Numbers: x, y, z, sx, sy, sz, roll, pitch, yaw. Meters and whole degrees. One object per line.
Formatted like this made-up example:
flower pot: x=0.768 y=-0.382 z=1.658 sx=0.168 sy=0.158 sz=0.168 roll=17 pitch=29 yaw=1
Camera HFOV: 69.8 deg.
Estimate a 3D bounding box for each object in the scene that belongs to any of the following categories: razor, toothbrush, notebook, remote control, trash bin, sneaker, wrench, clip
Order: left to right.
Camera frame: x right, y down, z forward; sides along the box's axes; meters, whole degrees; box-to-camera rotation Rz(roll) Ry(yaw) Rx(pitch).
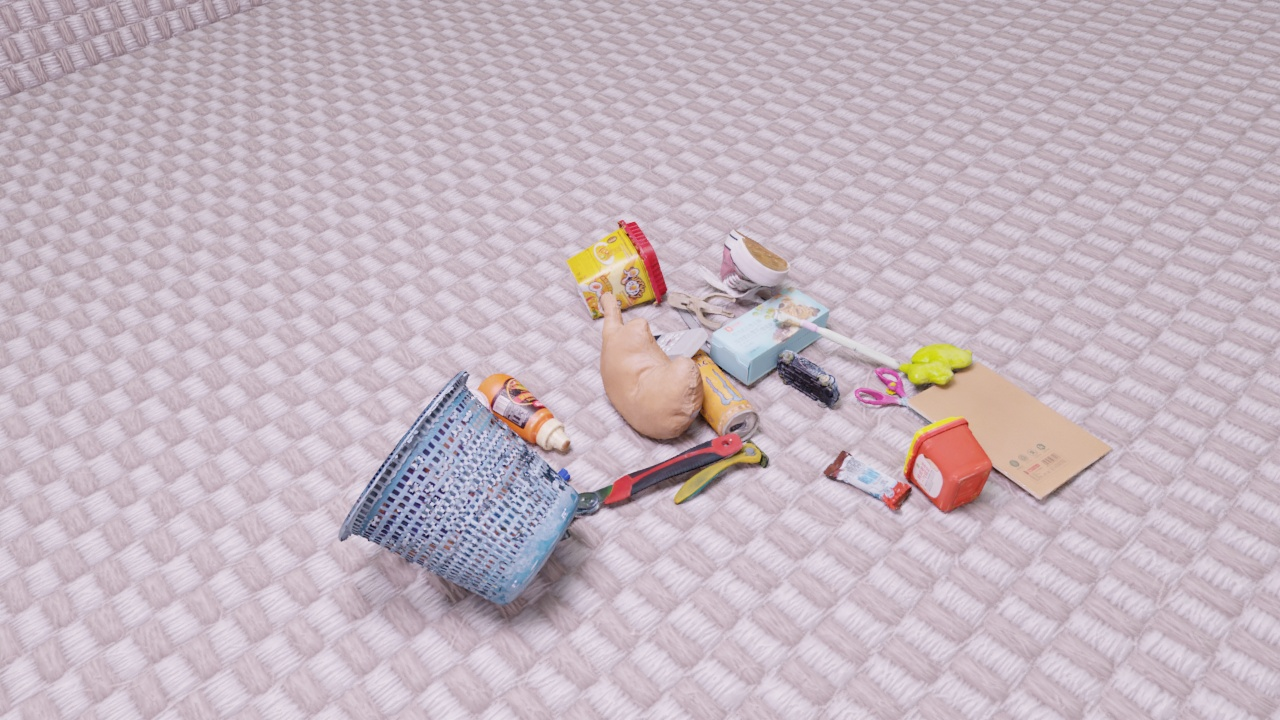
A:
trash bin: x=-0.185 y=0.157 z=1.015 sx=0.195 sy=0.227 sz=0.225 roll=36 pitch=49 yaw=-4
wrench: x=0.001 y=0.151 z=1.134 sx=0.273 sy=0.016 sz=0.056 roll=-24 pitch=39 yaw=-11
remote control: x=0.028 y=-0.017 z=1.272 sx=0.150 sy=0.021 sz=0.058 roll=-7 pitch=34 yaw=51
clip: x=0.100 y=-0.084 z=1.379 sx=0.094 sy=0.035 sz=0.102 roll=-18 pitch=33 yaw=-32
razor: x=0.097 y=0.141 z=1.147 sx=0.132 sy=0.028 sz=0.043 roll=-27 pitch=50 yaw=-19
sneaker: x=0.156 y=-0.134 z=1.374 sx=0.118 sy=0.088 sz=0.240 roll=26 pitch=13 yaw=-10
toothbrush: x=0.271 y=-0.027 z=1.261 sx=0.189 sy=0.020 sz=0.029 roll=22 pitch=20 yaw=-2
notebook: x=0.467 y=0.082 z=1.171 sx=0.147 sy=0.008 sz=0.207 roll=-24 pitch=45 yaw=-27

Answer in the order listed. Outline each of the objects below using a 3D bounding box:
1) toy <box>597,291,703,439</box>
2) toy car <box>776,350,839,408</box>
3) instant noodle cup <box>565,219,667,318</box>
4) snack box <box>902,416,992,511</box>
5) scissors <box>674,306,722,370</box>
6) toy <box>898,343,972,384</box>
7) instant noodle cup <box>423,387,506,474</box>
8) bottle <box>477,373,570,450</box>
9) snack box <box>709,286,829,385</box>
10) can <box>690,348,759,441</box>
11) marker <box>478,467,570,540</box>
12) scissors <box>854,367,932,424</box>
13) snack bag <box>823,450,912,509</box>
toy: x=-0.007 y=0.007 z=1.220 sx=0.082 sy=0.144 sz=0.226 roll=-9 pitch=45 yaw=-47
toy car: x=0.229 y=0.023 z=1.241 sx=0.031 sy=0.049 sz=0.105 roll=-35 pitch=51 yaw=-25
instant noodle cup: x=-0.039 y=-0.134 z=1.404 sx=0.123 sy=0.116 sz=0.116 roll=-25 pitch=45 yaw=-4
snack box: x=0.364 y=0.125 z=1.087 sx=0.082 sy=0.091 sz=0.080 roll=-19 pitch=51 yaw=-14
scissors: x=0.079 y=-0.038 z=1.350 sx=0.175 sy=0.014 sz=0.132 roll=22 pitch=48 yaw=26
toy: x=0.401 y=0.003 z=1.247 sx=0.097 sy=0.031 sz=0.099 roll=1 pitch=28 yaw=17
instant noodle cup: x=-0.227 y=0.095 z=1.178 sx=0.111 sy=0.099 sz=0.111 roll=-2 pitch=43 yaw=2
bottle: x=-0.152 y=0.075 z=1.223 sx=0.149 sy=0.067 sz=0.066 roll=32 pitch=54 yaw=25
snack box: x=0.183 y=-0.037 z=1.298 sx=0.174 sy=0.052 sz=0.074 roll=-31 pitch=53 yaw=-32
can: x=0.097 y=0.045 z=1.225 sx=0.058 sy=0.058 sz=0.146 roll=-22 pitch=45 yaw=-17
marker: x=-0.144 y=0.182 z=1.134 sx=0.017 sy=0.017 sz=0.145 roll=31 pitch=54 yaw=33
scissors: x=0.345 y=0.056 z=1.216 sx=0.107 sy=0.017 sz=0.135 roll=-18 pitch=45 yaw=-24
snack bag: x=0.278 y=0.145 z=1.119 sx=0.105 sy=0.026 sz=0.045 roll=28 pitch=61 yaw=33
